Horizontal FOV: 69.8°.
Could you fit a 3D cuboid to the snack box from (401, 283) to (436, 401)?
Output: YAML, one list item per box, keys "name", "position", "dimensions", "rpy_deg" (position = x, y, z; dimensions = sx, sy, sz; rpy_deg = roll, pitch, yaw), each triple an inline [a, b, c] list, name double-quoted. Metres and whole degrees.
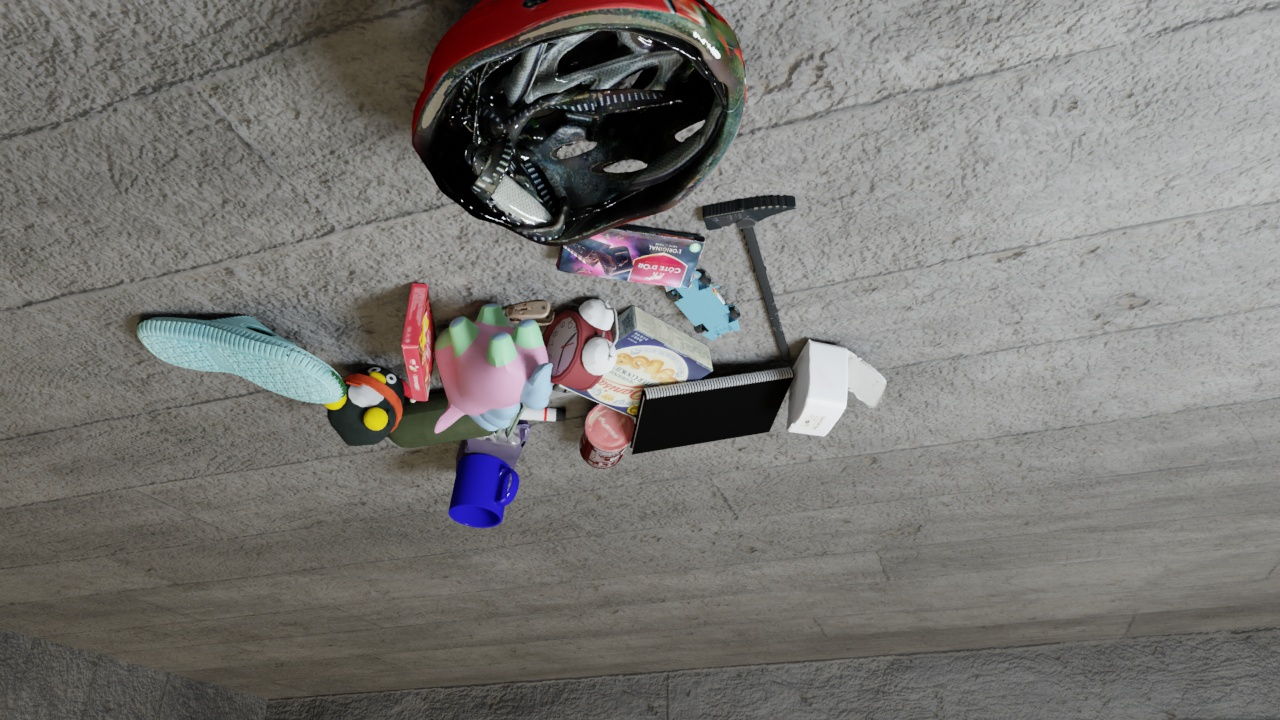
- name: "snack box"
  position: [-0.266, -0.020, 1.107]
  dimensions: [0.021, 0.089, 0.133]
  rpy_deg: [4, 150, -5]

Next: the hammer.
- name: "hammer"
  position: [0.154, -0.084, 1.073]
  dimensions: [0.095, 0.015, 0.325]
  rpy_deg: [-8, 150, 14]

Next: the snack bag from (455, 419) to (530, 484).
- name: "snack bag"
  position: [-0.233, 0.146, 1.425]
  dimensions: [0.096, 0.058, 0.206]
  rpy_deg: [8, 149, -12]

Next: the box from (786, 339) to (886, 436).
- name: "box"
  position: [0.266, 0.042, 1.198]
  dimensions: [0.130, 0.102, 0.110]
  rpy_deg: [11, 151, -4]

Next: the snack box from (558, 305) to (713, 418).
- name: "snack box"
  position: [-0.007, 0.007, 1.182]
  dimensions: [0.144, 0.042, 0.145]
  rpy_deg: [26, 131, -38]

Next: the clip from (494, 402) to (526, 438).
- name: "clip"
  position: [-0.187, 0.079, 1.316]
  dimensions: [0.047, 0.023, 0.076]
  rpy_deg: [17, 118, -22]

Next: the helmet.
- name: "helmet"
  position: [-0.047, -0.203, 0.714]
  dimensions: [0.273, 0.166, 0.217]
  rpy_deg: [-18, 145, 28]

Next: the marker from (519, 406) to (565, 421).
- name: "marker"
  position: [-0.182, 0.076, 1.342]
  dimensions: [0.145, 0.019, 0.019]
  rpy_deg: [4, 150, -6]

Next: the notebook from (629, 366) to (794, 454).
- name: "notebook"
  position: [0.094, 0.070, 1.244]
  dimensions: [0.206, 0.016, 0.149]
  rpy_deg: [-8, 146, -14]

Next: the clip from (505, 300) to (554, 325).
- name: "clip"
  position: [-0.133, -0.055, 1.112]
  dimensions: [0.062, 0.025, 0.047]
  rpy_deg: [10, 150, -8]

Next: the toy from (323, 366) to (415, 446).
- name: "toy"
  position: [-0.361, 0.055, 1.230]
  dimensions: [0.097, 0.118, 0.100]
  rpy_deg: [26, 136, 1]

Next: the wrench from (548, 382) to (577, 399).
- name: "wrench"
  position: [-0.042, 0.042, 1.283]
  dimensions: [0.273, 0.018, 0.084]
  rpy_deg: [5, 150, -9]

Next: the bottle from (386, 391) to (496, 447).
- name: "bottle"
  position: [-0.306, 0.086, 1.308]
  dimensions: [0.207, 0.071, 0.071]
  rpy_deg: [-10, 149, 17]

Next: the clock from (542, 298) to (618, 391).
- name: "clock"
  position: [-0.073, -0.017, 1.105]
  dimensions: [0.048, 0.096, 0.138]
  rpy_deg: [16, 147, -38]

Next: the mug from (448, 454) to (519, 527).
- name: "mug"
  position: [-0.227, 0.191, 1.365]
  dimensions: [0.111, 0.083, 0.079]
  rpy_deg: [-18, 140, 29]

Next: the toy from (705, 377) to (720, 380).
- name: "toy"
  position: [0.126, 0.055, 1.287]
  dimensions: [0.076, 0.037, 0.125]
  rpy_deg: [-19, 151, 20]

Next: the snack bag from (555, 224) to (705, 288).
- name: "snack bag"
  position: [-0.011, -0.117, 1.002]
  dimensions: [0.155, 0.018, 0.075]
  rpy_deg: [6, 139, -10]

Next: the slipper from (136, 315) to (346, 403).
- name: "slipper"
  position: [-0.492, -0.016, 1.143]
  dimensions: [0.276, 0.069, 0.116]
  rpy_deg: [12, 150, 9]

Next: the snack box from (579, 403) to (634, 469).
- name: "snack box"
  position: [-0.050, 0.111, 1.334]
  dimensions: [0.072, 0.072, 0.121]
  rpy_deg: [4, 160, -7]

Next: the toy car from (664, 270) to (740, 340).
- name: "toy car"
  position: [0.073, -0.072, 1.079]
  dimensions: [0.060, 0.027, 0.108]
  rpy_deg: [-22, 126, 32]

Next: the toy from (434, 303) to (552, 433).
- name: "toy"
  position: [-0.174, 0.022, 1.108]
  dimensions: [0.222, 0.119, 0.171]
  rpy_deg: [21, 129, 40]
